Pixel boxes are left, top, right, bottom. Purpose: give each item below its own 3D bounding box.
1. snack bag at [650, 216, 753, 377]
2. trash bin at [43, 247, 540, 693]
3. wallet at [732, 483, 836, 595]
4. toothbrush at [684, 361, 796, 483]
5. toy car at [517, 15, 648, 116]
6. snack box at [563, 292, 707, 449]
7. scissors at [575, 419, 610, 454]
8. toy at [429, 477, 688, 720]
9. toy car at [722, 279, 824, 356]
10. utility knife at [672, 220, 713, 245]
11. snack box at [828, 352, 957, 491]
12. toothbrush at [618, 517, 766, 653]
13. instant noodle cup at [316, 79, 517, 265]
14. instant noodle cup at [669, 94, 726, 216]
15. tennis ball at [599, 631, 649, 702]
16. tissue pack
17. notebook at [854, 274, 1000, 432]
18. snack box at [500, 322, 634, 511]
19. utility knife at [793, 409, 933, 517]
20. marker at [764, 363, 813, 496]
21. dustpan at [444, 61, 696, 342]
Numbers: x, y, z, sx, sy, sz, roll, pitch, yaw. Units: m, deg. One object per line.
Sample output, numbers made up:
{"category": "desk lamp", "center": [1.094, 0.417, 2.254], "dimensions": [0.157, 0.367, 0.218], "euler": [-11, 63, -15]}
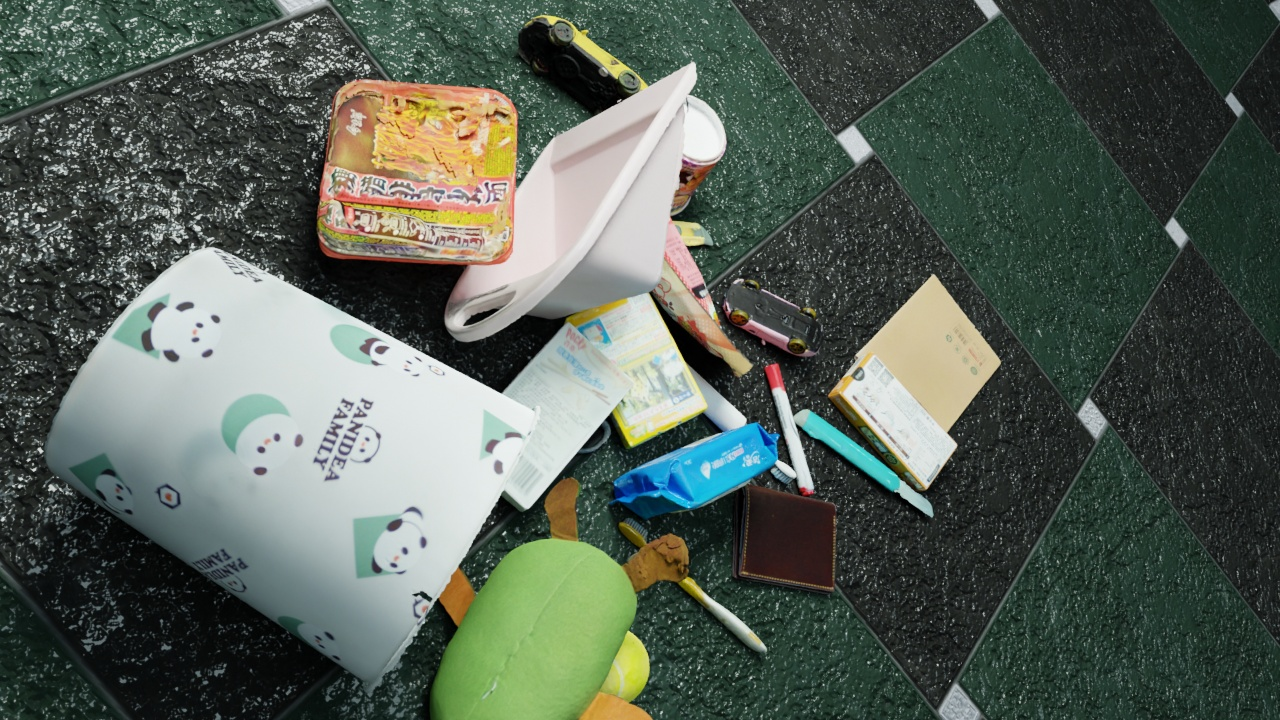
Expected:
{"category": "snack bag", "center": [0.040, -0.075, 0.918], "dimensions": [0.073, 0.128, 0.208], "euler": [-36, 92, 3]}
{"category": "trash bin", "center": [-0.235, 0.066, 0.641], "dimensions": [0.252, 0.230, 0.228], "euler": [32, 57, -9]}
{"category": "wallet", "center": [0.149, 0.182, 0.933], "dimensions": [0.122, 0.020, 0.096], "euler": [16, 68, -25]}
{"category": "toothbrush", "center": [0.079, 0.050, 0.942], "dimensions": [0.221, 0.026, 0.026], "euler": [43, 28, -9]}
{"category": "toy car", "center": [-0.059, -0.312, 0.982], "dimensions": [0.156, 0.071, 0.041], "euler": [33, 59, -14]}
{"category": "snack box", "center": [-0.005, 0.005, 0.889], "dimensions": [0.087, 0.034, 0.140], "euler": [-26, 83, -12]}
{"category": "scissors", "center": [-0.103, 0.067, 0.840], "dimensions": [0.159, 0.014, 0.174], "euler": [19, 64, -20]}
{"category": "toy", "center": [-0.078, 0.217, 0.722], "dimensions": [0.227, 0.090, 0.246], "euler": [30, 72, 24]}
{"category": "toy car", "center": [0.146, -0.045, 1.015], "dimensions": [0.122, 0.037, 0.056], "euler": [26, 56, -4]}
{"category": "utility knife", "center": [0.008, -0.138, 0.988], "dimensions": [0.164, 0.018, 0.031], "euler": [-4, 67, -27]}
{"category": "snack box", "center": [0.290, 0.070, 1.050], "dimensions": [0.154, 0.026, 0.075], "euler": [47, 64, -5]}
{"category": "toothbrush", "center": [0.052, 0.213, 0.866], "dimensions": [0.191, 0.016, 0.018], "euler": [43, 47, -8]}
{"category": "instant noodle cup", "center": [-0.194, -0.158, 0.817], "dimensions": [0.164, 0.079, 0.188], "euler": [3, 66, -9]}
{"category": "instant noodle cup", "center": [0.032, -0.223, 0.982], "dimensions": [0.111, 0.099, 0.111], "euler": [11, 67, -27]}
{"category": "tennis ball", "center": [-0.025, 0.258, 0.771], "dimensions": [0.065, 0.066, 0.065], "euler": [12, 65, -26]}
{"category": "tissue pack", "center": [0.052, 0.107, 0.861], "dimensions": [0.156, 0.095, 0.052], "euler": [-20, 87, -34]}
{"category": "notebook", "center": [0.361, -0.001, 1.137], "dimensions": [0.207, 0.008, 0.148], "euler": [-40, 93, -35]}
{"category": "snack box", "center": [-0.085, 0.049, 0.821], "dimensions": [0.084, 0.027, 0.156], "euler": [43, 66, -6]}
{"category": "utility knife", "center": [0.250, 0.115, 1.021], "dimensions": [0.205, 0.013, 0.029], "euler": [36, 55, -10]}
{"category": "marker", "center": [0.160, 0.074, 0.984], "dimensions": [0.017, 0.017, 0.145], "euler": [-5, 73, -32]}
{"category": "dustpan", "center": [-0.076, -0.139, 0.811], "dimensions": [0.138, 0.223, 0.273], "euler": [13, 71, -38]}
